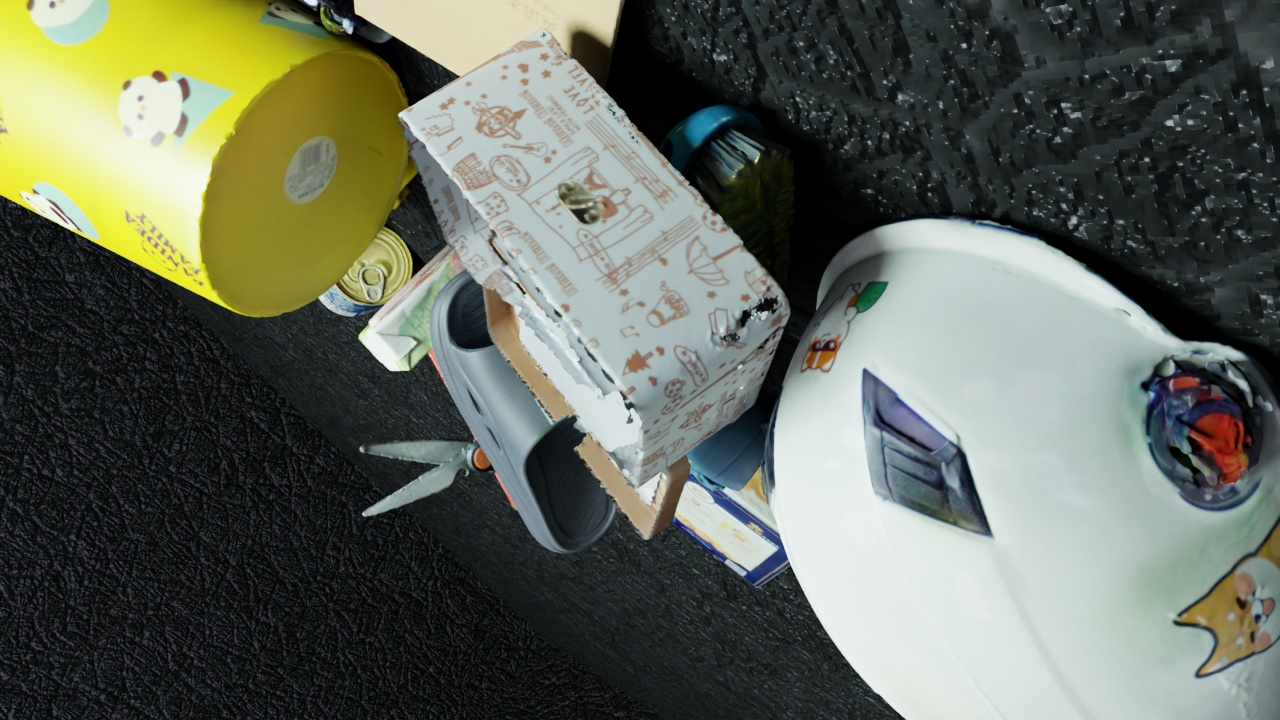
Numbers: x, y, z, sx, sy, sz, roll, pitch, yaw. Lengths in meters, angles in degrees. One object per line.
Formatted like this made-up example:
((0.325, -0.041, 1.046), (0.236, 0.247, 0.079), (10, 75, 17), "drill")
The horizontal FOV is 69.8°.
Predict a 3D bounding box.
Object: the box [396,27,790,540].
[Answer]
((-0.027, -0.015, 0.479), (0.177, 0.082, 0.261), (51, 164, 18), "box")

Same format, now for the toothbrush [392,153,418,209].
((-0.164, -0.145, 0.670), (0.015, 0.016, 0.190), (46, 157, -13), "toothbrush")

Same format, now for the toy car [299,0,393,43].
((-0.198, -0.234, 0.506), (0.158, 0.042, 0.070), (34, 159, -5), "toy car")

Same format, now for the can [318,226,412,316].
((-0.270, -0.084, 0.883), (0.075, 0.075, 0.111), (46, 159, -17), "can")

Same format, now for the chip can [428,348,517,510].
((-0.129, 0.025, 0.797), (0.073, 0.073, 0.217), (5, 124, 56), "chip can")

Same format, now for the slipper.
((-0.065, 0.045, 0.709), (0.083, 0.110, 0.268), (17, 134, 48), "slipper")

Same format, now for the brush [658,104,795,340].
((0.036, -0.067, 0.445), (0.073, 0.055, 0.144), (50, 166, 28), "brush")

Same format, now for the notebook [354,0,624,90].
((-0.070, -0.187, 0.390), (0.149, 0.012, 0.212), (34, 156, 3), "notebook")

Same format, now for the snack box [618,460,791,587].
((0.055, 0.107, 0.771), (0.178, 0.045, 0.183), (37, 159, 9), "snack box")

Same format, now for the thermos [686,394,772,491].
((-0.004, 0.004, 0.631), (0.220, 0.070, 0.070), (40, 159, 1), "thermos")

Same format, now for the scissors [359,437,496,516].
((-0.113, 0.063, 0.743), (0.224, 0.204, 0.022), (32, 168, -39), "scissors")

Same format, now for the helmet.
((0.156, 0.086, 0.406), (0.274, 0.156, 0.230), (44, 158, -12), "helmet")

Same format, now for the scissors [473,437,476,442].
((-0.154, 0.055, 0.906), (0.014, 0.159, 0.181), (-6, 145, -1), "scissors")

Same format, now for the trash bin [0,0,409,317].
((-0.309, -0.166, 0.596), (0.255, 0.229, 0.230), (30, 158, 12), "trash bin")

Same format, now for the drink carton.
((-0.156, -0.048, 0.700), (0.045, 0.122, 0.054), (50, 158, -20), "drink carton")
